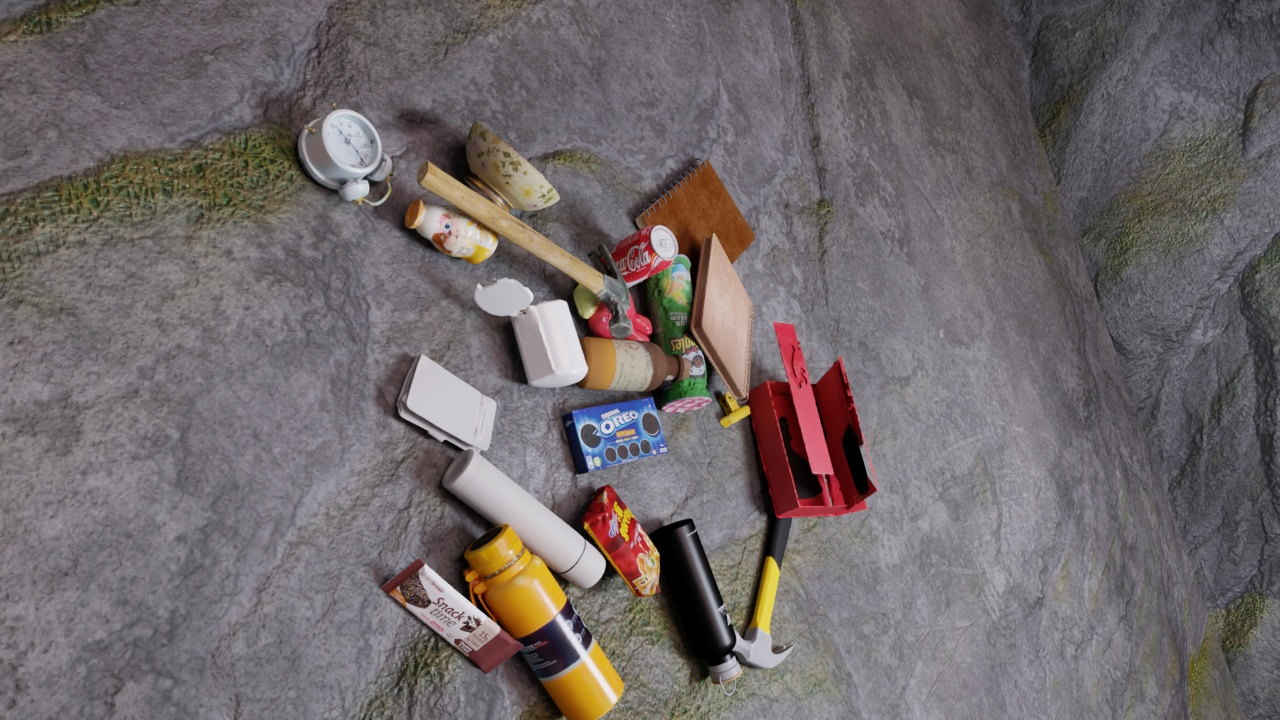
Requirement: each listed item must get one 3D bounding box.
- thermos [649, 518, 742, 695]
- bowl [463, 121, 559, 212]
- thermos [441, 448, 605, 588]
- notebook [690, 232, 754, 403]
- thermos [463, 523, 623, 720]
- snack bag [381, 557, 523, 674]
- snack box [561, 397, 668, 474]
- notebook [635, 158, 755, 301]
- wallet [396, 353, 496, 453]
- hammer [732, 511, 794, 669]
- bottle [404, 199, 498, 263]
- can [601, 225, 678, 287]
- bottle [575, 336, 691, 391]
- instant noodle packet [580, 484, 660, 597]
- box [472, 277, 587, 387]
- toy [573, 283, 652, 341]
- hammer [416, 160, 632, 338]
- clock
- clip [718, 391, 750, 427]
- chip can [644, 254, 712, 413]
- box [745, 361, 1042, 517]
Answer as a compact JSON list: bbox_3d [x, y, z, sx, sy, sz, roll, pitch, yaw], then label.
[{"bbox_3d":[0.081,0.327,1.207,0.061,0.061,0.231,-18,87,-46],"label":"thermos"},{"bbox_3d":[-0.175,-0.228,1.159,0.145,0.145,0.063,41,87,-25],"label":"bowl"},{"bbox_3d":[-0.130,0.189,1.066,0.224,0.052,0.052,43,49,-23],"label":"thermos"},{"bbox_3d":[0.128,-0.064,1.381,0.169,0.022,0.209,55,31,-37],"label":"notebook"},{"bbox_3d":[-0.114,0.297,1.022,0.091,0.076,0.232,-40,103,-42],"label":"thermos"},{"bbox_3d":[-0.197,0.273,0.971,0.158,0.057,0.013,48,12,-20],"label":"snack bag"},{"bbox_3d":[-0.031,0.097,1.216,0.150,0.027,0.082,-9,80,-45],"label":"snack box"},{"bbox_3d":[0.089,-0.212,1.459,0.167,0.024,0.224,56,45,-14],"label":"notebook"},{"bbox_3d":[-0.221,0.054,1.052,0.116,0.032,0.086,37,41,-25],"label":"wallet"},{"bbox_3d":[0.196,0.298,1.357,0.127,0.029,0.322,40,49,-26],"label":"hammer"},{"bbox_3d":[-0.227,-0.159,1.103,0.109,0.063,0.063,20,61,-39],"label":"bottle"},{"bbox_3d":[-0.002,-0.146,1.285,0.064,0.105,0.064,18,62,-38],"label":"can"},{"bbox_3d":[-0.007,0.007,1.217,0.156,0.068,0.067,4,71,-25],"label":"bottle"},{"bbox_3d":[-0.021,0.225,1.143,0.135,0.040,0.098,56,15,-10],"label":"instant noodle packet"},{"bbox_3d":[-0.133,-0.033,1.120,0.143,0.083,0.137,-4,75,-58],"label":"box"},{"bbox_3d":[-0.037,-0.066,1.262,0.135,0.045,0.091,40,52,-18],"label":"toy"},{"bbox_3d":[-0.133,-0.147,1.128,0.330,0.033,0.132,31,39,-38],"label":"hammer"},{"bbox_3d":[-0.330,-0.228,1.039,0.117,0.057,0.083,53,45,-25],"label":"clock"},{"bbox_3d":[0.140,0.071,1.392,0.053,0.044,0.050,-23,115,-45],"label":"clip"},{"bbox_3d":[0.050,-0.041,1.317,0.075,0.076,0.223,8,68,-42],"label":"chip can"},{"bbox_3d":[0.427,0.118,1.467,0.510,0.141,0.215,-3,67,-19],"label":"box"}]
